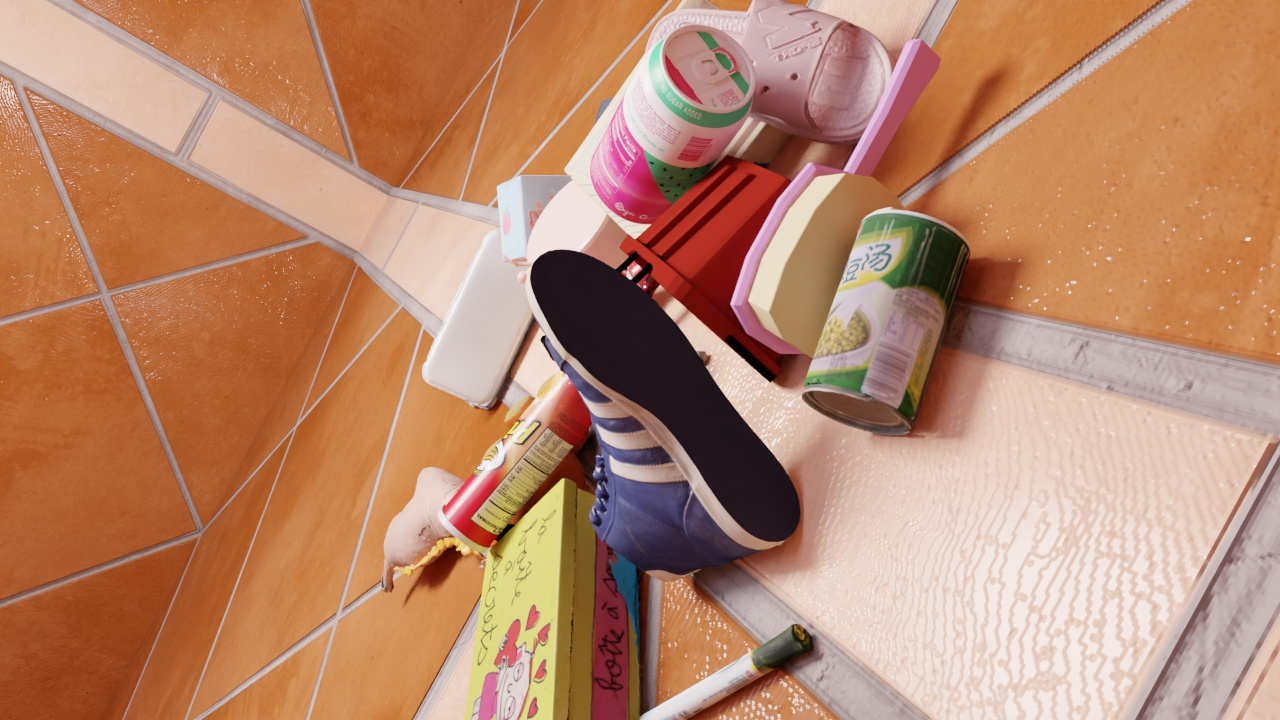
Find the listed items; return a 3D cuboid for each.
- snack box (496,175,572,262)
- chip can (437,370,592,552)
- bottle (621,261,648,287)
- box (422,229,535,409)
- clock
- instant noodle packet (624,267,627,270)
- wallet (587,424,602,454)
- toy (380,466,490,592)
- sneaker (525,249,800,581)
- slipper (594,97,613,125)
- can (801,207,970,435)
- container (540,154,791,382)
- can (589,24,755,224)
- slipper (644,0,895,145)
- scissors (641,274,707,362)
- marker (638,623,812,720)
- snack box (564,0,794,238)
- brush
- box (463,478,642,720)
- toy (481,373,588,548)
[{"bbox_3d":[-0.109,-0.164,1.070,0.080,0.094,0.093,3,98,61],"label":"snack box"},{"bbox_3d":[-0.077,0.059,0.754,0.214,0.052,0.052,-50,26,0],"label":"chip can"},{"bbox_3d":[-0.029,-0.049,0.888,0.138,0.062,0.061,-43,31,30],"label":"bottle"},{"bbox_3d":[-0.193,-0.050,1.134,0.130,0.105,0.211,-2,62,64],"label":"box"},{"bbox_3d":[-0.064,-0.143,0.964,0.160,0.086,0.131,-50,35,-7],"label":"clock"},{"bbox_3d":[-0.027,-0.132,1.006,0.087,0.026,0.134,-23,44,45],"label":"instant noodle packet"},{"bbox_3d":[-0.009,0.053,0.777,0.115,0.018,0.091,41,119,61],"label":"wallet"},{"bbox_3d":[-0.198,0.192,0.966,0.265,0.065,0.196,15,85,57],"label":"toy"},{"bbox_3d":[-0.011,0.047,0.614,0.091,0.233,0.119,-42,-1,-44],"label":"sneaker"},{"bbox_3d":[-0.028,-0.251,1.066,0.264,0.082,0.101,-25,45,51],"label":"slipper"},{"bbox_3d":[0.145,-0.023,0.543,0.067,0.067,0.120,-2,63,60],"label":"can"},{"bbox_3d":[0.041,-0.046,0.684,0.201,0.127,0.148,-48,27,4],"label":"container"},{"bbox_3d":[0.022,-0.180,0.723,0.166,0.088,0.088,134,155,-62],"label":"can"},{"bbox_3d":[0.094,-0.244,0.741,0.239,0.064,0.094,25,96,33],"label":"slipper"},{"bbox_3d":[-0.004,-0.007,0.826,0.179,0.015,0.197,29,110,49],"label":"scissors"},{"bbox_3d":[0.047,0.198,0.557,0.147,0.017,0.017,-43,31,32],"label":"marker"},{"bbox_3d":[0.044,-0.208,0.839,0.153,0.055,0.208,47,109,28],"label":"snack box"},{"bbox_3d":[0.144,-0.108,0.605,0.228,0.089,0.043,-61,31,0],"label":"brush"},{"bbox_3d":[-0.063,0.211,0.669,0.125,0.082,0.220,-43,32,33],"label":"box"},{"bbox_3d":[-0.094,0.100,0.835,0.112,0.096,0.175,-35,47,42],"label":"toy"}]
